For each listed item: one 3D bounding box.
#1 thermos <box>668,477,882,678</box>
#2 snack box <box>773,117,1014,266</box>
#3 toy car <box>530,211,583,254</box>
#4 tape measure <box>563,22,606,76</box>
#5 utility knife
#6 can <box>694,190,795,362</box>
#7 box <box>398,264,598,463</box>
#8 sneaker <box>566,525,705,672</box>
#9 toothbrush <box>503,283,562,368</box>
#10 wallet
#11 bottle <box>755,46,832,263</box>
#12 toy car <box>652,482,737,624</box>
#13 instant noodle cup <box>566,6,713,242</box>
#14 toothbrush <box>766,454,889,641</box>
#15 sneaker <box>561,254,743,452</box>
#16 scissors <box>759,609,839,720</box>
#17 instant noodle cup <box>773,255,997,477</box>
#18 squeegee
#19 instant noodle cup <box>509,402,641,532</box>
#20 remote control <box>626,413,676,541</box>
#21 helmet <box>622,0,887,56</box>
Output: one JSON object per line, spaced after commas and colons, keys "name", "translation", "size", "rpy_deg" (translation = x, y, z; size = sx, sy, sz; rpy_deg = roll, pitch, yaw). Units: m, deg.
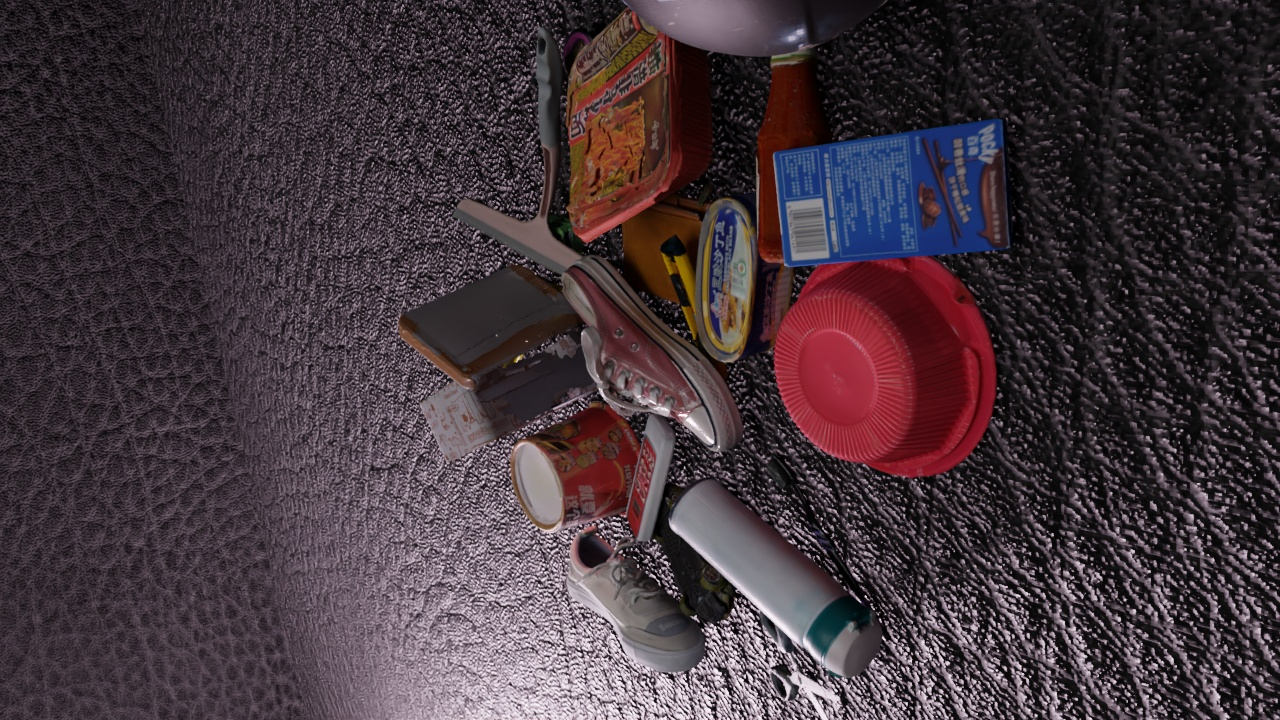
{"name": "thermos", "translation": [0.121, 0.197, 0.839], "size": [0.224, 0.073, 0.073], "rpy_deg": [38, 131, 41]}
{"name": "snack box", "translation": [0.173, -0.114, 0.637], "size": [0.157, 0.026, 0.084], "rpy_deg": [-1, 104, 31]}
{"name": "toy car", "translation": [-0.096, -0.141, 1.025], "size": [0.091, 0.036, 0.043], "rpy_deg": [22, 122, 52]}
{"name": "tape measure", "translation": [-0.049, -0.296, 0.893], "size": [0.058, 0.039, 0.057], "rpy_deg": [-35, 75, 53]}
{"name": "utility knife", "translation": [0.051, -0.042, 0.844], "size": [0.033, 0.015, 0.165], "rpy_deg": [19, 138, 52]}
{"name": "can", "translation": [0.089, -0.071, 0.792], "size": [0.075, 0.049, 0.148], "rpy_deg": [30, 126, 44]}
{"name": "box", "translation": [-0.161, -0.010, 1.021], "size": [0.154, 0.182, 0.181], "rpy_deg": [-30, 87, 51]}
{"name": "sneaker", "translation": [-0.007, 0.257, 1.031], "size": [0.242, 0.089, 0.091], "rpy_deg": [22, 116, 55]}
{"name": "toothbrush", "translation": [-0.136, -0.036, 1.136], "size": [0.191, 0.015, 0.016], "rpy_deg": [-53, 55, 49]}
{"name": "wallet", "translation": [0.029, -0.112, 0.868], "size": [0.131, 0.035, 0.119], "rpy_deg": [24, 123, 46]}
{"name": "bottle", "translation": [0.118, -0.179, 0.705], "size": [0.060, 0.059, 0.206], "rpy_deg": [11, 108, 51]}
{"name": "toy car", "translation": [0.052, 0.197, 0.954], "size": [0.158, 0.042, 0.070], "rpy_deg": [64, 146, 30]}
{"name": "instant noodle cup", "translation": [0.000, -0.206, 0.805], "size": [0.165, 0.079, 0.188], "rpy_deg": [-18, 69, 55]}
{"name": "toothbrush", "translation": [0.165, 0.166, 0.816], "size": [0.189, 0.016, 0.014], "rpy_deg": [59, 148, 16]}
{"name": "sneaker", "translation": [-0.005, 0.005, 0.881], "size": [0.241, 0.087, 0.118], "rpy_deg": [48, 158, 12]}
{"name": "scissors", "translation": [0.145, 0.291, 0.844], "size": [0.160, 0.014, 0.175], "rpy_deg": [92, 163, -51]}
{"name": "instant noodle cup", "translation": [0.170, 0.007, 0.704], "size": [0.194, 0.065, 0.194], "rpy_deg": [27, 125, 46]}
{"name": "squeegee", "translation": [-0.096, -0.216, 0.936], "size": [0.248, 0.040, 0.250], "rpy_deg": [31, 133, 27]}
{"name": "instant noodle cup", "translation": [-0.074, 0.128, 1.040], "size": [0.138, 0.108, 0.138], "rpy_deg": [25, 123, 46]}
{"name": "remote control", "translation": [0.010, 0.125, 0.975], "size": [0.056, 0.020, 0.136], "rpy_deg": [-120, 38, -59]}
{"name": "helmet", "translation": [0.072, -0.296, 0.545], "size": [0.234, 0.273, 0.230], "rpy_deg": [11, 141, 38]}
